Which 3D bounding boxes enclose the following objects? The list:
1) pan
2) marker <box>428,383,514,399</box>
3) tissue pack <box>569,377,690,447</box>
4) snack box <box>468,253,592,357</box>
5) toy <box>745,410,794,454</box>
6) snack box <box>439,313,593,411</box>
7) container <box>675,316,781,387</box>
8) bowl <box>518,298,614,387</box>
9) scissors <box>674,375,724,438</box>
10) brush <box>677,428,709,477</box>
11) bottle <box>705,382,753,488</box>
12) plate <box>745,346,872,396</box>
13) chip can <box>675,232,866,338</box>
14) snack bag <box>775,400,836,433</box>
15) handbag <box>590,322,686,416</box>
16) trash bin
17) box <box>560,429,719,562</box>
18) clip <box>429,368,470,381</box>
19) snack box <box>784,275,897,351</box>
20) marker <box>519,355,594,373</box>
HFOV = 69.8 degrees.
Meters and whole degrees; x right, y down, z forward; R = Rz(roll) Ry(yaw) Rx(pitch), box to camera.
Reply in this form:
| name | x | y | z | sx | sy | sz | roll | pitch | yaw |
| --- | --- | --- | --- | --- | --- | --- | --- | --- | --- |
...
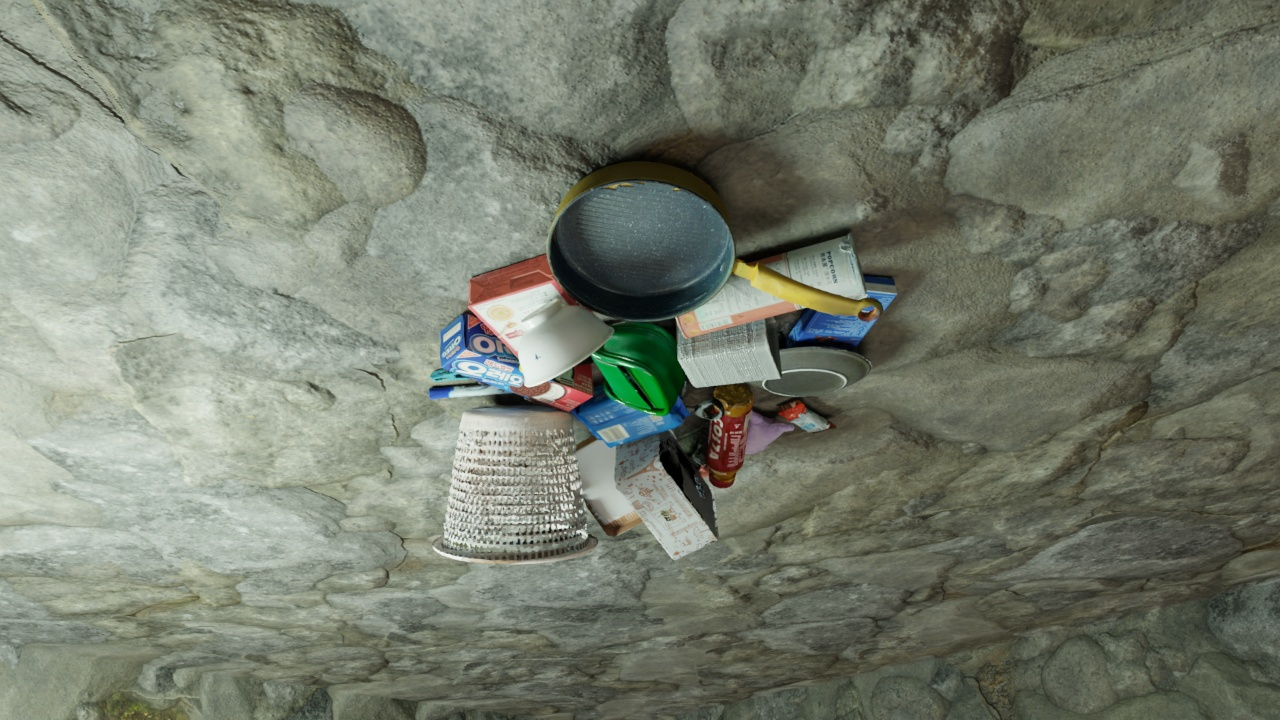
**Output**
| name | x | y | z | sx | sy | sz | roll | pitch | yaw |
| --- | --- | --- | --- | --- | --- | --- | --- | --- | --- |
| pan | 0.079 | -0.098 | 0.967 | 0.357 | 0.078 | 0.198 | 8 | 139 | -6 |
| marker | -0.219 | 0.041 | 1.269 | 0.146 | 0.016 | 0.017 | -4 | 149 | 1 |
| tissue pack | -0.014 | 0.066 | 1.289 | 0.157 | 0.052 | 0.095 | -19 | 131 | 23 |
| snack box | -0.123 | -0.062 | 1.085 | 0.113 | 0.044 | 0.127 | -15 | 146 | 16 |
| toy | 0.174 | 0.113 | 1.413 | 0.084 | 0.038 | 0.108 | 24 | 146 | -10 |
| snack box | -0.157 | 0.006 | 1.181 | 0.207 | 0.057 | 0.058 | 23 | 139 | -37 |
| container | 0.108 | -0.023 | 1.136 | 0.114 | 0.090 | 0.090 | -11 | 148 | 16 |
| bowl | -0.095 | -0.029 | 1.023 | 0.119 | 0.118 | 0.065 | -24 | 105 | 29 |
| scissors | 0.063 | 0.071 | 1.315 | 0.171 | 0.014 | 0.159 | 12 | 139 | 41 |
| brush | 0.072 | 0.167 | 1.465 | 0.069 | 0.063 | 0.146 | 35 | 134 | -28 |
| bottle | 0.127 | 0.113 | 1.336 | 0.057 | 0.057 | 0.175 | -1 | 128 | -6 |
| plate | 0.223 | 0.022 | 1.247 | 0.179 | 0.024 | 0.180 | 2 | 161 | 0 |
| chip can | 0.145 | -0.083 | 1.055 | 0.215 | 0.071 | 0.071 | -14 | 147 | 16 |
| snack bag | 0.252 | 0.088 | 1.391 | 0.048 | 0.026 | 0.104 | -22 | 146 | 38 |
| handbag | -0.007 | 0.007 | 1.173 | 0.120 | 0.067 | 0.131 | 14 | 153 | 24 |
| trash bin | -0.171 | 0.162 | 1.266 | 0.227 | 0.192 | 0.227 | 0 | -179 | 0 |
| box | -0.013 | 0.202 | 1.372 | 0.193 | 0.156 | 0.183 | -28 | 115 | 14 |
| clip | -0.256 | 0.018 | 1.230 | 0.057 | 0.015 | 0.049 | -12 | 150 | 10 |
| snack box | 0.250 | -0.053 | 1.159 | 0.084 | 0.026 | 0.157 | 5 | 148 | -13 |
| marker | -0.104 | 0.002 | 1.176 | 0.015 | 0.018 | 0.123 | -23 | 171 | 42 |
